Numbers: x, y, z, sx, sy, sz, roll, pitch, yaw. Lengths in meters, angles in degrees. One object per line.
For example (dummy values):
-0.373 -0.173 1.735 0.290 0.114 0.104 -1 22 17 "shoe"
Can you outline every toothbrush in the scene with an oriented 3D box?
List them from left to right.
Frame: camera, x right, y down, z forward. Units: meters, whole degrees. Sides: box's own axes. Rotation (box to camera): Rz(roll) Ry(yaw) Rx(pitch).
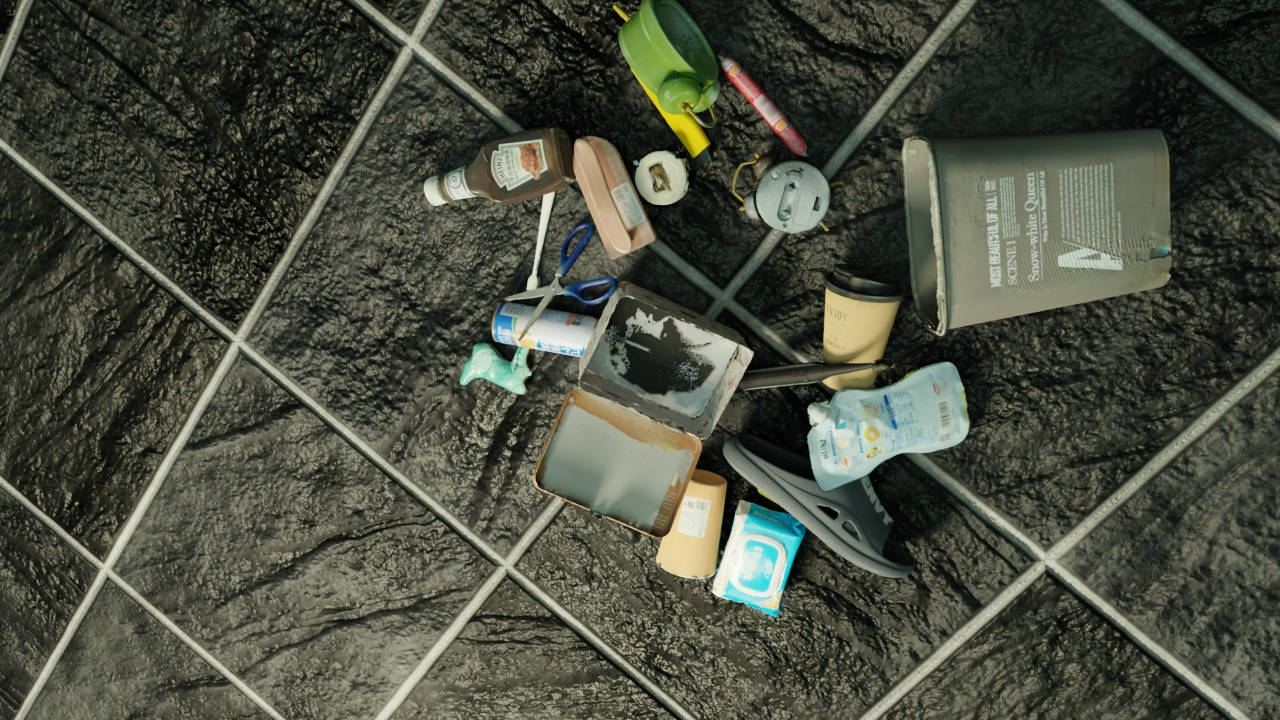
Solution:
-0.120 -0.169 1.149 0.016 0.016 0.180 15 106 13 "toothbrush"
0.197 0.014 1.051 0.213 0.027 0.026 -8 100 48 "toothbrush"

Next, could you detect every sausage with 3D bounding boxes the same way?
0.140 -0.290 1.043 0.020 0.020 0.156 -40 92 21 "sausage"

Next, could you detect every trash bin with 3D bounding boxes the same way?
0.391 -0.142 0.931 0.220 0.198 0.199 -6 103 10 "trash bin"

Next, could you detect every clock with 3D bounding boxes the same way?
0.038 -0.327 1.011 0.056 0.115 0.161 -31 92 31 "clock"
0.164 -0.192 1.044 0.122 0.055 0.082 18 109 11 "clock"

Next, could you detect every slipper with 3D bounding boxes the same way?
0.225 0.157 1.096 0.268 0.110 0.083 36 107 7 "slipper"

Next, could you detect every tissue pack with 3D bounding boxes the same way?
0.150 0.250 1.162 0.090 0.063 0.140 17 108 10 "tissue pack"

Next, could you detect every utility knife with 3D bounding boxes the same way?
0.038 -0.294 1.068 0.154 0.015 0.033 54 141 -4 "utility knife"

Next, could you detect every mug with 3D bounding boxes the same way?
0.069 0.205 1.168 0.078 0.078 0.123 13 103 11 "mug"

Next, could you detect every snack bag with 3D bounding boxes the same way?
0.281 0.074 1.053 0.191 0.039 0.110 -16 112 -7 "snack bag"

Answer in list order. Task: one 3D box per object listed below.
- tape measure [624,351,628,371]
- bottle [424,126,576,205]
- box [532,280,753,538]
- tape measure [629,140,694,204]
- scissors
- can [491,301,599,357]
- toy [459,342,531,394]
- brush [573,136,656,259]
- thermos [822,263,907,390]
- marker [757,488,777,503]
-0.007 0.007 1.157 0.057 0.028 0.060 9 108 13 "tape measure"
-0.176 -0.229 1.125 0.195 0.044 0.080 -10 91 22 "bottle"
0.000 0.058 1.093 0.178 0.106 0.272 24 92 -10 "box"
0.027 -0.218 1.085 0.066 0.033 0.066 -18 99 20 "tape measure"
-0.095 -0.095 1.115 0.176 0.012 0.162 4 69 36 "scissors"
-0.116 -0.038 1.160 0.135 0.053 0.053 10 107 12 "can"
-0.182 0.006 1.205 0.092 0.030 0.096 27 102 2 "toy"
-0.036 -0.197 1.087 0.063 0.073 0.145 -21 97 20 "brush"
0.247 -0.039 1.049 0.093 0.092 0.143 11 114 12 "thermos"
0.203 0.188 1.158 0.124 0.015 0.018 30 94 3 "marker"
